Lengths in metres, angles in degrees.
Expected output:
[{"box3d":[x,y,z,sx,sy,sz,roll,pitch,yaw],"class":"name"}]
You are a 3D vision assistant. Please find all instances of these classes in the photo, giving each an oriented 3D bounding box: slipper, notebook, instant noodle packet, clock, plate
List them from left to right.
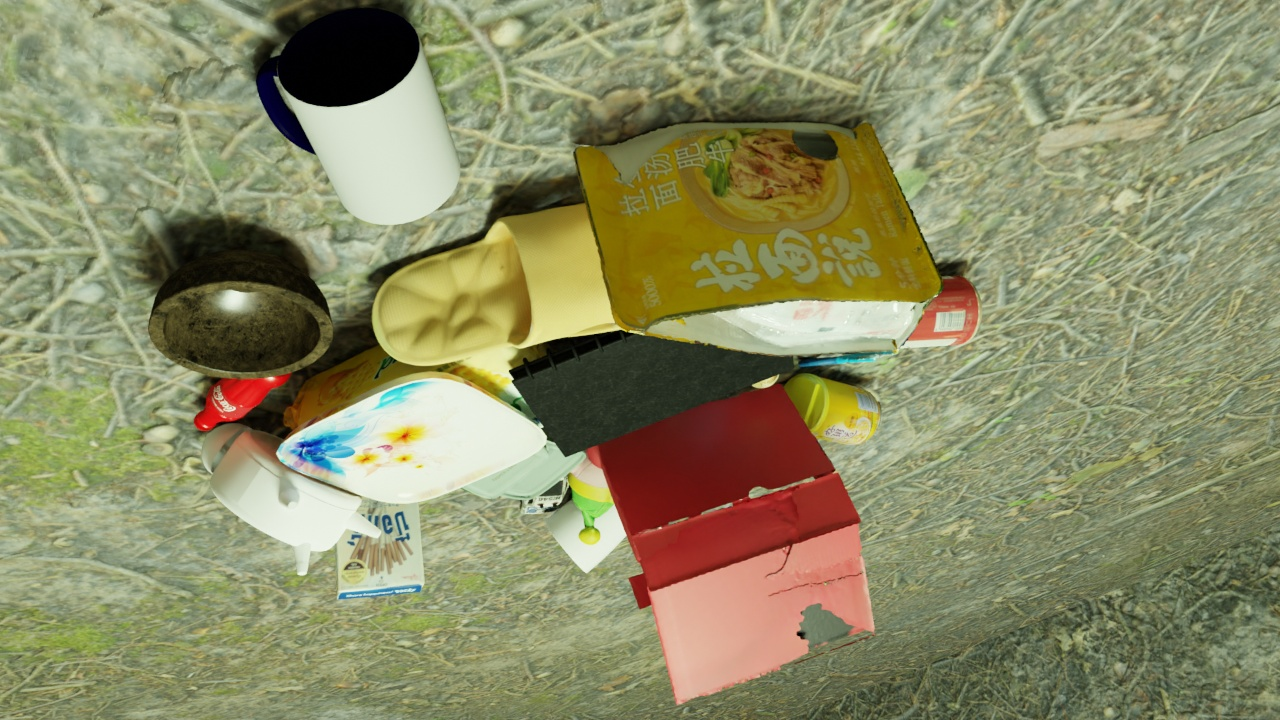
[{"box3d":[-0.328,0.124,0.839,0.073,0.161,0.125,-57,144,-5],"class":"clock"},{"box3d":[-0.193,0.069,0.793,0.187,0.016,0.187,-24,148,18],"class":"plate"},{"box3d":[-0.082,-0.060,0.671,0.264,0.099,0.078,-15,171,11],"class":"slipper"},{"box3d":[0.018,0.006,0.792,0.231,0.019,0.169,-21,150,1],"class":"notebook"},{"box3d":[0.073,-0.088,0.630,0.221,0.162,0.084,-2,148,-19],"class":"instant noodle packet"}]

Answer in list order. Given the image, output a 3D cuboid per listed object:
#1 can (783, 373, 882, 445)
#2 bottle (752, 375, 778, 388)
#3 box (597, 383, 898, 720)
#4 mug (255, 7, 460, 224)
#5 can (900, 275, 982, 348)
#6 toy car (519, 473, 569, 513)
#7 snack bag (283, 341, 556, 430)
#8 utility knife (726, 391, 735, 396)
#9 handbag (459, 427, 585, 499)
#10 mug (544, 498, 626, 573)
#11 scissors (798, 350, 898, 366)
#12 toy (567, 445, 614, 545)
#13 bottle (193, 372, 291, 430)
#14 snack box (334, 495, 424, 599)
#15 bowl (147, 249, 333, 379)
[{"box3d":[0.208,0.055,1.011,0.105,0.067,0.068,13,140,-38],"class":"can"},{"box3d":[0.103,-0.023,0.862,0.072,0.046,0.161,-18,149,8],"class":"bottle"},{"box3d":[0.098,0.179,0.878,0.211,0.315,0.124,-16,159,-11],"class":"box"},{"box3d":[-0.171,-0.144,0.540,0.112,0.078,0.097,13,151,11],"class":"mug"},{"box3d":[0.232,-0.044,0.858,0.170,0.067,0.067,-3,148,-17],"class":"can"},{"box3d":[-0.113,0.160,1.086,0.048,0.040,0.113,-1,148,-18],"class":"toy car"},{"box3d":[-0.179,0.029,0.818,0.248,0.068,0.159,-23,149,16],"class":"snack bag"},{"box3d":[0.059,-0.009,0.898,0.031,0.015,0.209,-19,146,15],"class":"utility knife"},{"box3d":[-0.126,0.093,0.945,0.106,0.067,0.122,16,139,-37],"class":"handbag"},{"box3d":[-0.062,0.195,1.129,0.087,0.114,0.081,-40,109,-7],"class":"mug"},{"box3d":[0.204,-0.001,0.912,0.090,0.014,0.141,-6,-178,-2],"class":"scissors"},{"box3d":[-0.048,0.134,1.013,0.124,0.096,0.132,11,140,-29],"class":"toy"},{"box3d":[-0.344,0.028,0.783,0.119,0.036,0.036,-32,145,29],"class":"bottle"},{"box3d":[-0.265,0.161,0.922,0.081,0.149,0.026,1,147,-23],"class":"snack box"},{"box3d":[-0.289,-0.042,0.669,0.121,0.056,0.121,-10,149,-6],"class":"bowl"}]
